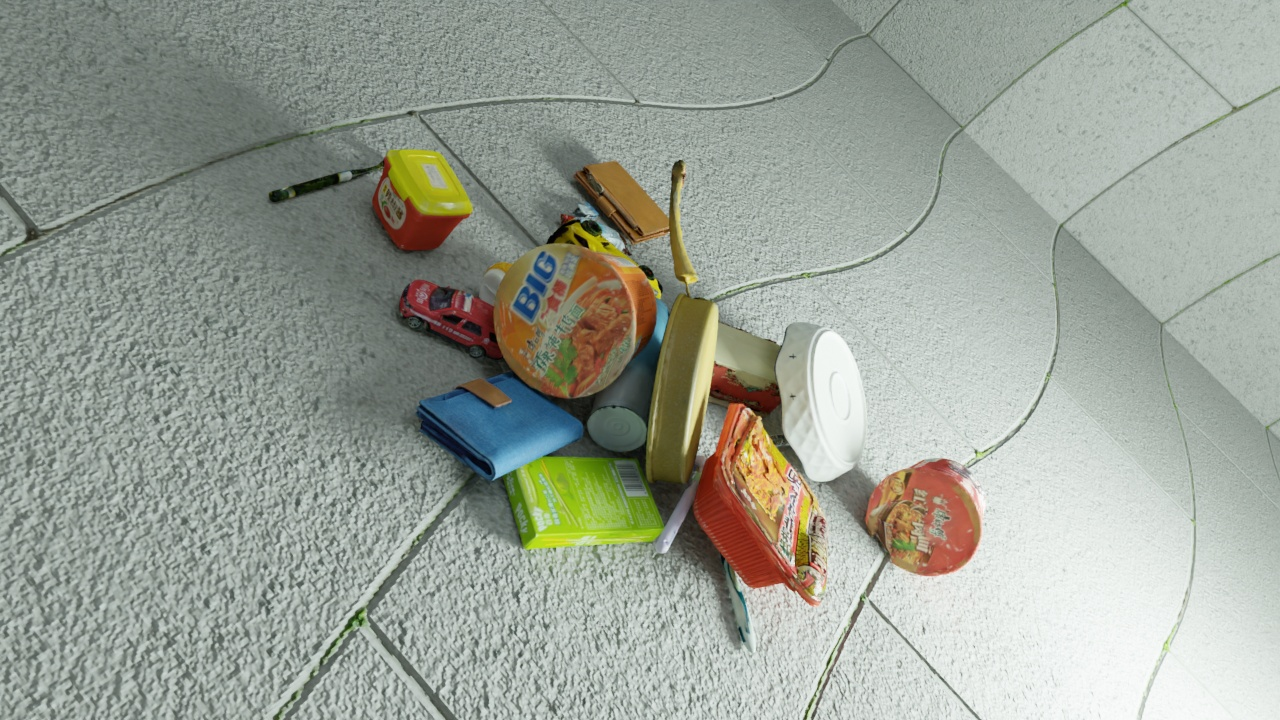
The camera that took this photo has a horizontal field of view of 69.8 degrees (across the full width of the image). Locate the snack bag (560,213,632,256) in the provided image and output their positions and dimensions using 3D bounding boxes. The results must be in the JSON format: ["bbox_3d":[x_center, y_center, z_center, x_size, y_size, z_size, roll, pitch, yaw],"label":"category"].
[{"bbox_3d":[-0.056,-0.163,1.188,0.105,0.026,0.045,14,35,-35],"label":"snack bag"}]

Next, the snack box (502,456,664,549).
[{"bbox_3d":[-0.054,0.135,0.884,0.156,0.026,0.085,6,50,-41],"label":"snack box"}]

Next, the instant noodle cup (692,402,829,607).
[{"bbox_3d":[0.121,0.153,0.956,0.189,0.079,0.164,54,25,-12],"label":"instant noodle cup"}]

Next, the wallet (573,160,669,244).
[{"bbox_3d":[-0.022,-0.221,1.278,0.132,0.031,0.107,48,33,9],"label":"wallet"}]

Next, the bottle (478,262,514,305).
[{"bbox_3d":[-0.122,-0.078,1.006,0.108,0.063,0.063,-13,63,-49],"label":"bottle"}]

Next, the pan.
[{"bbox_3d":[0.042,-0.047,0.969,0.078,0.198,0.356,9,75,8],"label":"pan"}]

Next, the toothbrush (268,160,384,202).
[{"bbox_3d":[-0.321,-0.197,0.978,0.012,0.017,0.185,48,36,2],"label":"toothbrush"}]

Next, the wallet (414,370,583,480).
[{"bbox_3d":[-0.130,0.057,0.860,0.106,0.040,0.132,35,28,22],"label":"wallet"}]

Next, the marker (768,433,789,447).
[{"bbox_3d":[0.169,0.100,1.141,0.145,0.017,0.017,-3,55,-45],"label":"marker"}]

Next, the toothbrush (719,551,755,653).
[{"bbox_3d":[0.094,0.212,0.954,0.016,0.018,0.191,16,43,-32],"label":"toothbrush"}]

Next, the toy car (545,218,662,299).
[{"bbox_3d":[-0.042,-0.108,1.106,0.156,0.071,0.041,37,35,-9],"label":"toy car"}]

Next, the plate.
[{"bbox_3d":[0.232,0.049,1.150,0.204,0.046,0.204,23,62,-52],"label":"plate"}]

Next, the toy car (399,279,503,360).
[{"bbox_3d":[-0.184,-0.045,0.930,0.120,0.045,0.052,23,38,-22],"label":"toy car"}]

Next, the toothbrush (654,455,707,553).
[{"bbox_3d":[0.044,0.146,0.944,0.029,0.021,0.188,47,26,-3],"label":"toothbrush"}]

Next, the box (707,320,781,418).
[{"bbox_3d":[0.112,0.002,1.134,0.168,0.079,0.091,18,42,-30],"label":"box"}]

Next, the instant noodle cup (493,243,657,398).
[{"bbox_3d":[-0.056,-0.045,0.928,0.151,0.152,0.111,48,21,7],"label":"instant noodle cup"}]

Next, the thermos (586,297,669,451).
[{"bbox_3d":[-0.006,0.006,1.028,0.070,0.070,0.219,33,37,-14],"label":"thermos"}]

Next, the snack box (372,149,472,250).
[{"bbox_3d":[-0.235,-0.169,0.977,0.081,0.080,0.091,-11,61,-48],"label":"snack box"}]

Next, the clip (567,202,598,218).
[{"bbox_3d":[-0.076,-0.195,1.214,0.024,0.028,0.056,47,26,1],"label":"clip"}]

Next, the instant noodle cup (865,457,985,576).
[{"bbox_3d":[0.368,0.186,1.150,0.138,0.138,0.108,52,30,12],"label":"instant noodle cup"}]
